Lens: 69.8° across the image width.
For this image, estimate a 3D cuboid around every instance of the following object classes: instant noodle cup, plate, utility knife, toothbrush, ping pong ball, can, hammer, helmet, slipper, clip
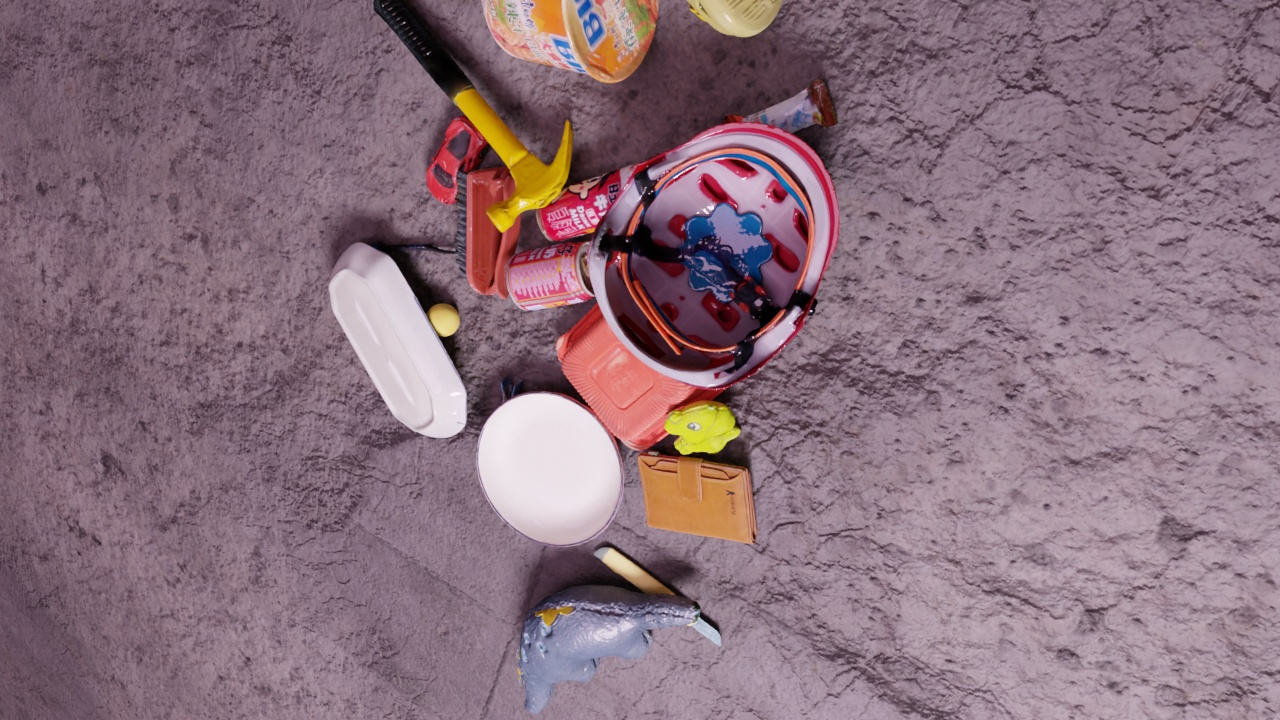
[{"bbox_3d":[-0.068,-0.340,0.851,0.111,0.151,0.151,15,116,30],"label":"instant noodle cup"},{"bbox_3d":[-0.103,0.125,1.092,0.193,0.039,0.192,5,105,20],"label":"plate"},{"bbox_3d":[0.021,0.285,1.117,0.190,0.020,0.031,38,127,17],"label":"utility knife"},{"bbox_3d":[-0.274,-0.138,1.107,0.190,0.014,0.016,5,110,26],"label":"toothbrush"},{"bbox_3d":[-0.239,-0.049,1.106,0.040,0.040,0.040,10,113,23],"label":"ping pong ball"},{"bbox_3d":[-0.308,-0.016,1.133,0.162,0.034,0.266,-22,98,48],"label":"plate"},{"bbox_3d":[-0.041,-0.164,0.953,0.133,0.053,0.053,-12,103,30],"label":"can"},{"bbox_3d":[-0.184,-0.280,0.969,0.128,0.033,0.300,-39,79,-5],"label":"hammer"},{"bbox_3d":[-0.090,-0.093,0.998,0.094,0.066,0.066,-7,106,29],"label":"can"},{"bbox_3d":[0.074,-0.101,0.871,0.207,0.143,0.240,42,99,3],"label":"helmet"},{"bbox_3d":[0.049,-0.370,0.822,0.190,0.091,0.082,50,163,-9],"label":"slipper"},{"bbox_3d":[-0.158,0.048,1.114,0.043,0.026,0.058,13,118,14],"label":"clip"},{"bbox_3d":[-0.006,0.006,0.988,0.164,0.078,0.189,50,124,2],"label":"instant noodle cup"}]

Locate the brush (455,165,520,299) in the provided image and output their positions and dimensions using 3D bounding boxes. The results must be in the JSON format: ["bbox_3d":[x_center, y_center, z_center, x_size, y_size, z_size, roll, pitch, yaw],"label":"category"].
[{"bbox_3d":[-0.167,-0.140,1.021,0.069,0.063,0.146,25,120,32],"label":"brush"}]

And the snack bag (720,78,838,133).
[{"bbox_3d":[0.129,-0.224,0.860,0.104,0.026,0.048,-12,115,30],"label":"snack bag"}]

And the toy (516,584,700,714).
[{"bbox_3d":[-0.072,0.347,1.149,0.138,0.091,0.357,45,125,-10],"label":"toy"}]

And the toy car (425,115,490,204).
[{"bbox_3d":[-0.209,-0.222,1.031,0.049,0.031,0.107,43,124,7],"label":"toy car"}]

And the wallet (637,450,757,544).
[{"bbox_3d":[0.063,0.147,1.031,0.131,0.035,0.119,5,125,26],"label":"wallet"}]

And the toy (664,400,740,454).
[{"bbox_3d":[0.067,0.070,0.974,0.100,0.096,0.031,115,147,-53],"label":"toy"}]
